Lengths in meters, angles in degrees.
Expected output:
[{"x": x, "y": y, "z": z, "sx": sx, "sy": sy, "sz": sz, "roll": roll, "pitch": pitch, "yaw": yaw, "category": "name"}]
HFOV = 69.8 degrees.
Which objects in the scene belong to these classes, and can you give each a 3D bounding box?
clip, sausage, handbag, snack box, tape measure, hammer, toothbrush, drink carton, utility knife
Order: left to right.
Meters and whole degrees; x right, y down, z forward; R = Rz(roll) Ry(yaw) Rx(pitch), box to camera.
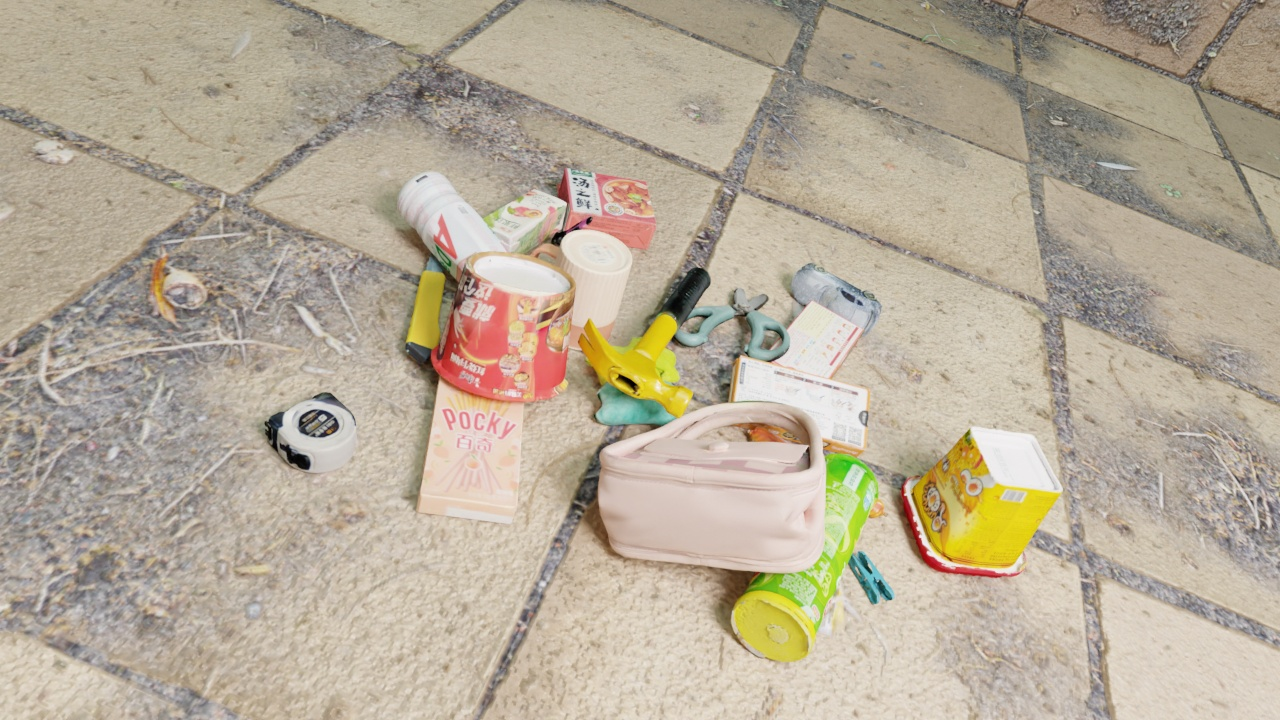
[{"x": -0.282, "y": 0.065, "z": 0.800, "sx": 0.066, "sy": 0.034, "sz": 0.065, "roll": 39, "pitch": 45, "yaw": 25, "category": "tape measure"}, {"x": -0.225, "y": -0.068, "z": 0.988, "sx": 0.033, "sy": 0.015, "sz": 0.215, "roll": 25, "pitch": 33, "yaw": -22, "category": "utility knife"}, {"x": -0.153, "y": 0.077, "z": 0.845, "sx": 0.084, "sy": 0.026, "sz": 0.157, "roll": 10, "pitch": 41, "yaw": -12, "category": "snack box"}, {"x": -0.144, "y": -0.160, "z": 1.103, "sx": 0.053, "sy": 0.046, "sz": 0.122, "roll": 26, "pitch": 39, "yaw": 15, "category": "drink carton"}, {"x": -0.077, "y": -0.147, "z": 1.049, "sx": 0.017, "sy": 0.014, "sz": 0.189, "roll": 24, "pitch": -6, "yaw": -16, "category": "toothbrush"}, {"x": -0.046, "y": -0.205, "z": 1.195, "sx": 0.113, "sy": 0.044, "sz": 0.127, "roll": 6, "pitch": 41, "yaw": -16, "category": "snack box"}, {"x": 0.027, "y": -0.040, "z": 0.996, "sx": 0.129, "sy": 0.033, "sz": 0.299, "roll": 29, "pitch": 30, "yaw": 4, "category": "hammer"}, {"x": 0.085, "y": 0.094, "z": 0.845, "sx": 0.193, "sy": 0.093, "sz": 0.233, "roll": 4, "pitch": 21, "yaw": 22, "category": "handbag"}, {"x": 0.171, "y": 0.049, "z": 0.992, "sx": 0.153, "sy": 0.026, "sz": 0.075, "roll": 15, "pitch": 61, "yaw": -6, "category": "snack box"}, {"x": 0.205, "y": -0.014, "z": 1.095, "sx": 0.077, "sy": 0.027, "sz": 0.155, "roll": 31, "pitch": 41, "yaw": 14, "category": "snack box"}, {"x": 0.181, "y": 0.114, "z": 0.943, "sx": 0.165, "sy": 0.022, "sz": 0.021, "roll": 32, "pitch": 41, "yaw": 15, "category": "sausage"}, {"x": 0.216, "y": 0.204, "z": 0.863, "sx": 0.047, "sy": 0.014, "sz": 0.057, "roll": -9, "pitch": 49, "yaw": -28, "category": "clip"}]

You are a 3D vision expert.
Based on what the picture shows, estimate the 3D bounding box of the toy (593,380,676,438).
[{"x": -0.004, "y": 0.039, "z": 0.934, "sx": 0.092, "sy": 0.030, "sz": 0.096, "roll": -2, "pitch": 75, "yaw": -13, "category": "toy"}]

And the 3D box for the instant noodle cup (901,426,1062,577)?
[{"x": 0.338, "y": 0.136, "z": 0.904, "sx": 0.116, "sy": 0.124, "sz": 0.116, "roll": 8, "pitch": 41, "yaw": -13, "category": "instant noodle cup"}]

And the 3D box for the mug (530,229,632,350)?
[{"x": -0.072, "y": -0.085, "z": 0.999, "sx": 0.114, "sy": 0.106, "sz": 0.081, "roll": 31, "pitch": 41, "yaw": 12, "category": "mug"}]

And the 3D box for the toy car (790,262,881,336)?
[{"x": 0.246, "y": -0.076, "z": 1.162, "sx": 0.120, "sy": 0.054, "sz": 0.036, "roll": 33, "pitch": 40, "yaw": 16, "category": "toy car"}]

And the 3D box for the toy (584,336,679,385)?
[{"x": -0.006, "y": 0.006, "z": 0.983, "sx": 0.097, "sy": 0.031, "sz": 0.099, "roll": 28, "pitch": 40, "yaw": 7, "category": "toy"}]

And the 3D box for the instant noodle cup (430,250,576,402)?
[{"x": -0.128, "y": -0.038, "z": 0.894, "sx": 0.138, "sy": 0.109, "sz": 0.137, "roll": 13, "pitch": 23, "yaw": -6, "category": "instant noodle cup"}]

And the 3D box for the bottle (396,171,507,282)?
[{"x": -0.191, "y": -0.124, "z": 1.020, "sx": 0.068, "sy": 0.068, "sz": 0.197, "roll": -26, "pitch": 67, "yaw": -41, "category": "bottle"}]

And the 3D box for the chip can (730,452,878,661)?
[{"x": 0.155, "y": 0.170, "z": 0.831, "sx": 0.072, "sy": 0.073, "sz": 0.220, "roll": 30, "pitch": 41, "yaw": 12, "category": "chip can"}]

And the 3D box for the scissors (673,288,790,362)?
[{"x": 0.128, "y": -0.042, "z": 1.080, "sx": 0.171, "sy": 0.019, "sz": 0.176, "roll": 25, "pitch": 36, "yaw": 31, "category": "scissors"}]
